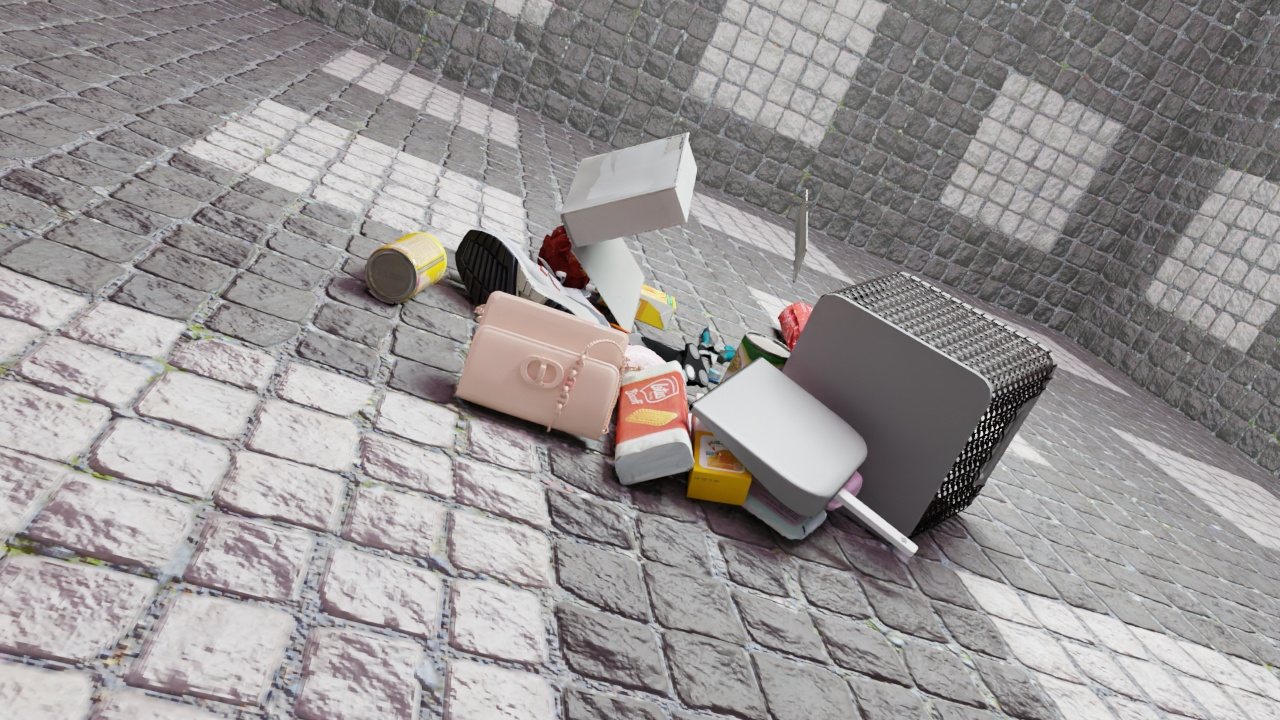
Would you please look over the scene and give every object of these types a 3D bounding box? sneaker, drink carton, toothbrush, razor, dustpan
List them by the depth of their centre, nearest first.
[{"bbox_3d":[0.184,0.107,0.952,0.257,0.033,0.162,38,35,16],"label":"dustpan"},{"bbox_3d":[0.082,0.089,0.960,0.058,0.040,0.122,9,40,-1],"label":"drink carton"},{"bbox_3d":[-0.127,-0.080,1.185,0.240,0.089,0.124,43,20,23],"label":"sneaker"},{"bbox_3d":[0.021,-0.003,1.200,0.156,0.060,0.057,15,-4,42],"label":"razor"},{"bbox_3d":[0.052,-0.003,1.285,0.135,0.017,0.021,26,17,2],"label":"toothbrush"},{"bbox_3d":[-0.010,-0.095,1.420,0.122,0.041,0.058,21,19,-9],"label":"drink carton"}]

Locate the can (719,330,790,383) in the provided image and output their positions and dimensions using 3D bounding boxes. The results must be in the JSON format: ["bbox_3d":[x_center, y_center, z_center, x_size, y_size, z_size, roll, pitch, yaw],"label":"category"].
[{"bbox_3d":[0.133,0.031,1.131,0.067,0.121,0.067,22,19,-8],"label":"can"}]

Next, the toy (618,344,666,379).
[{"bbox_3d":[-0.007,0.007,1.138,0.099,0.053,0.096,20,7,-18],"label":"toy"}]

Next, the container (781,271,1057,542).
[{"bbox_3d":[0.316,0.051,1.123,0.246,0.248,0.243,35,25,27],"label":"container"}]

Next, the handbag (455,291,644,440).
[{"bbox_3d":[-0.098,0.022,0.986,0.198,0.116,0.187,18,-13,-7],"label":"handbag"}]

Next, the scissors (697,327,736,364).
[{"bbox_3d":[0.115,-0.023,1.415,0.148,0.019,0.118,3,29,-44],"label":"scissors"}]

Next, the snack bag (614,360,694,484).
[{"bbox_3d":[0.014,0.061,0.986,0.077,0.041,0.225,-15,21,6],"label":"snack bag"}]

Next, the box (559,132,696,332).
[{"bbox_3d":[-0.065,-0.125,1.330,0.165,0.448,0.166,22,39,-7],"label":"box"}]

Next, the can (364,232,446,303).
[{"bbox_3d":[-0.278,-0.111,1.090,0.067,0.068,0.105,25,19,0],"label":"can"}]

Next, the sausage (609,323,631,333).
[{"bbox_3d":[0.011,-0.015,1.264,0.155,0.020,0.020,28,19,11],"label":"sausage"}]

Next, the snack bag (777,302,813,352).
[{"bbox_3d":[0.289,-0.055,1.629,0.082,0.082,0.176,23,18,-6],"label":"snack bag"}]

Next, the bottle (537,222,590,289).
[{"bbox_3d":[-0.102,-0.155,1.362,0.099,0.111,0.099,27,7,-4],"label":"bottle"}]

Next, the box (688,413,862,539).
[{"bbox_3d":[0.132,0.106,1.009,0.201,0.041,0.153,34,30,27],"label":"box"}]

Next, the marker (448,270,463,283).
[{"bbox_3d":[-0.191,-0.092,1.229,0.138,0.016,0.022,20,43,-12],"label":"marker"}]
